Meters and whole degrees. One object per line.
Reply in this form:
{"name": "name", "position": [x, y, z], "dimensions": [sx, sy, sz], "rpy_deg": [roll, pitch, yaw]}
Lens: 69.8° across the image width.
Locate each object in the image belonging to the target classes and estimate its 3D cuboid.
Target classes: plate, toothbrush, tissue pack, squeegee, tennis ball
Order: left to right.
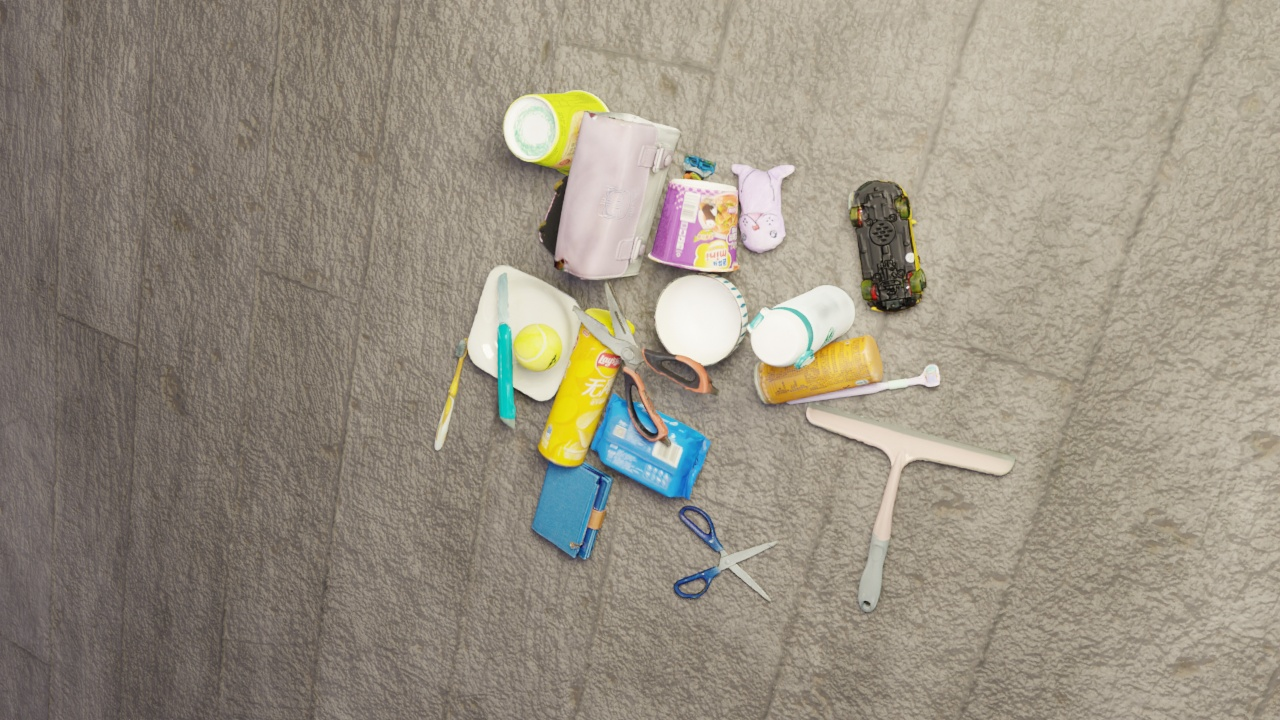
{"name": "toothbrush", "position": [-0.287, 0.053, 1.383], "dimensions": [0.016, 0.018, 0.192], "rpy_deg": [26, 111, 21]}
{"name": "plate", "position": [-0.159, -0.041, 1.293], "dimensions": [0.164, 0.034, 0.164], "rpy_deg": [28, 111, 18]}
{"name": "tennis ball", "position": [-0.138, -0.017, 1.231], "dimensions": [0.065, 0.065, 0.065], "rpy_deg": [5, 102, 25]}
{"name": "tissue pack", "position": [0.012, 0.114, 1.231], "dimensions": [0.157, 0.052, 0.095], "rpy_deg": [25, 108, 19]}
{"name": "toothbrush", "position": [0.265, 0.034, 1.111], "dimensions": [0.190, 0.021, 0.029], "rpy_deg": [-12, 53, 29]}
{"name": "squeegee", "position": [0.297, 0.202, 1.119], "dimensions": [0.248, 0.040, 0.250], "rpy_deg": [14, 107, 22]}

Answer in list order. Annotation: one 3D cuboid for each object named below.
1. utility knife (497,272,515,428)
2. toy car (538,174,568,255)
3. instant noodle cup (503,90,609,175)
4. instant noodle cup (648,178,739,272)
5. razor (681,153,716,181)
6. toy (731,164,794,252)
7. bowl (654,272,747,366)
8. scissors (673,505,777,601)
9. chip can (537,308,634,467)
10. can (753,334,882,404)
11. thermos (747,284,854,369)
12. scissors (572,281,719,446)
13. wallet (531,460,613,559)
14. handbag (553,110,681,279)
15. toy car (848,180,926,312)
{"name": "utility knife", "position": [-0.188, -0.013, 1.285], "dimensions": [0.029, 0.013, 0.223], "rpy_deg": [7, 106, 26]}
{"name": "toy car", "position": [-0.098, -0.194, 1.228], "dimensions": [0.056, 0.037, 0.123], "rpy_deg": [47, 134, 18]}
{"name": "instant noodle cup", "position": [-0.110, -0.291, 1.169], "dimensions": [0.112, 0.123, 0.112], "rpy_deg": [5, 102, 25]}
{"name": "instant noodle cup", "position": [0.071, -0.166, 1.114], "dimensions": [0.112, 0.111, 0.099], "rpy_deg": [14, 105, 23]}
{"name": "razor", "position": [0.053, -0.189, 1.168], "dimensions": [0.043, 0.022, 0.143], "rpy_deg": [25, 110, 21]}
{"name": "toy", "position": [0.149, -0.184, 1.111], "dimensions": [0.084, 0.038, 0.108], "rpy_deg": [6, 103, 36]}
{"name": "bowl", "position": [0.083, -0.055, 1.155], "dimensions": [0.117, 0.066, 0.116], "rpy_deg": [6, 104, 25]}
{"name": "scissors", "position": [0.106, 0.265, 1.238], "dimensions": [0.173, 0.012, 0.162], "rpy_deg": [-30, 86, 27]}
{"name": "chip can", "position": [-0.076, 0.038, 1.249], "dimensions": [0.072, 0.071, 0.214], "rpy_deg": [29, 112, 18]}
{"name": "can", "position": [0.214, 0.013, 1.109], "dimensions": [0.146, 0.058, 0.058], "rpy_deg": [-14, 94, 28]}
{"name": "thermos", "position": [0.183, -0.037, 1.021], "dimensions": [0.073, 0.223, 0.073], "rpy_deg": [5, 103, 24]}
{"name": "scissors", "position": [0.000, 0.007, 1.163], "dimensions": [0.227, 0.015, 0.189], "rpy_deg": [21, 116, 19]}
{"name": "wallet", "position": [-0.099, 0.204, 1.311], "dimensions": [0.106, 0.040, 0.133], "rpy_deg": [26, 111, 28]}
{"name": "handbag", "position": [-0.032, -0.204, 1.138], "dimensions": [0.098, 0.144, 0.197], "rpy_deg": [24, 110, 23]}
{"name": "toy car", "position": [0.285, -0.131, 1.055], "dimensions": [0.071, 0.041, 0.156], "rpy_deg": [-9, 98, 27]}
